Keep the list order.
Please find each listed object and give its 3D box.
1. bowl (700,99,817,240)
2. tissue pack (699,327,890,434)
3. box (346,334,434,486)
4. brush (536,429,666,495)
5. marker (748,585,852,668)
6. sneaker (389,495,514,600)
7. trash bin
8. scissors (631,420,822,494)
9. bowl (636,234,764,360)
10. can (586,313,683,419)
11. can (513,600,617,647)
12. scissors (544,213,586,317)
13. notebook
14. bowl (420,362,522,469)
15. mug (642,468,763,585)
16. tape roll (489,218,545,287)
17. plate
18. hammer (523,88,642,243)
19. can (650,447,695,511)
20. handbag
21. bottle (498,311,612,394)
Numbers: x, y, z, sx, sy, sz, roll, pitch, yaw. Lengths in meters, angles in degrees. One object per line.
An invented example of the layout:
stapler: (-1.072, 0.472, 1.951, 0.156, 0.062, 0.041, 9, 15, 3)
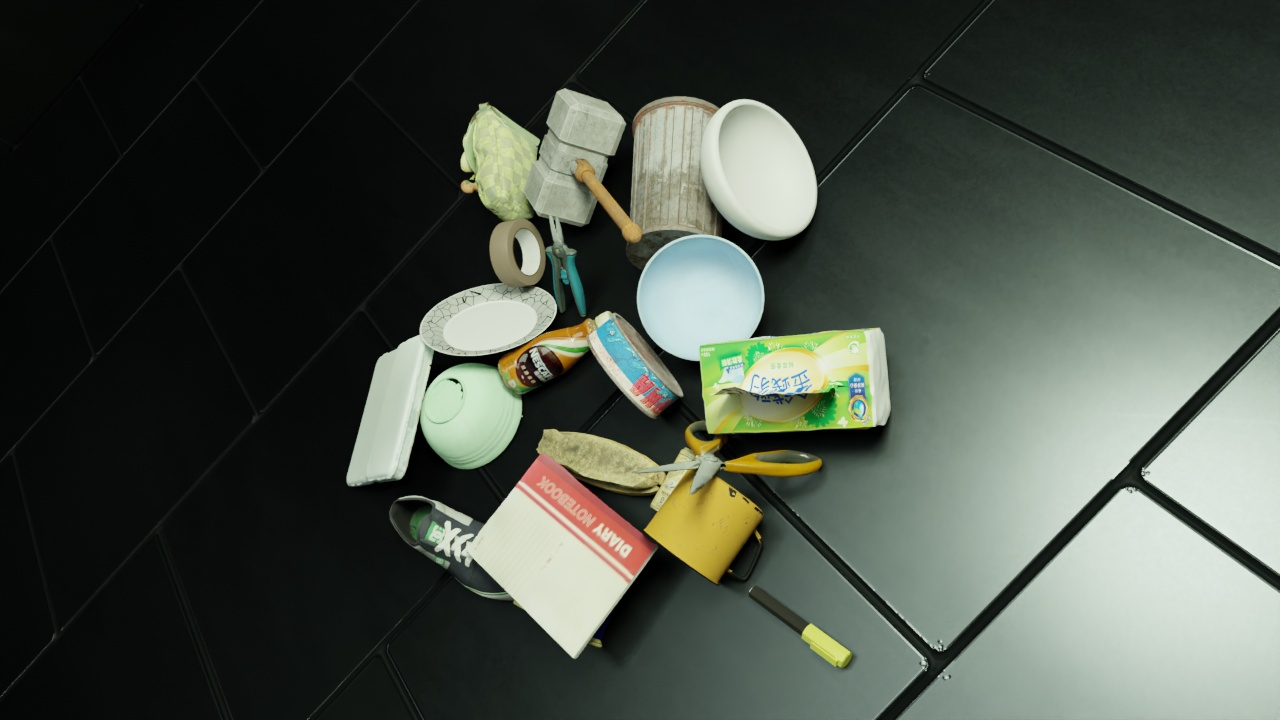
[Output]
bowl: (0.133, -0.224, 1.121, 0.066, 0.176, 0.176, -22, 54, 49)
tissue pack: (0.153, 0.026, 0.974, 0.198, 0.141, 0.120, -12, 88, 28)
box: (-0.356, 0.073, 1.291, 0.189, 0.037, 0.208, -11, 63, 49)
brush: (-0.053, 0.122, 1.124, 0.196, 0.043, 0.059, 14, 74, 35)
marker: (0.160, 0.272, 0.941, 0.124, 0.021, 0.017, 30, 128, 38)
sneaker: (-0.228, 0.231, 1.151, 0.236, 0.079, 0.084, 18, 76, 35)
trash bin: (0.049, -0.229, 1.185, 0.131, 0.131, 0.210, -8, 65, 27)
scissors: (0.080, 0.103, 0.991, 0.217, 0.225, 0.016, 32, 119, 59)
bowl: (0.077, -0.078, 1.112, 0.151, 0.074, 0.150, 2, 98, 12)
can: (-0.006, 0.006, 1.099, 0.044, 0.130, 0.130, -40, 53, 7)
can: (-0.077, 0.263, 1.062, 0.116, 0.056, 0.092, 17, 75, 35)
scissors: (-0.098, -0.121, 1.229, 0.019, 0.144, 0.127, -42, 1, -43)
notebook: (-0.095, 0.216, 1.053, 0.209, 0.012, 0.153, 33, 83, 37)
bowl: (-0.241, 0.065, 1.242, 0.151, 0.077, 0.150, -13, 62, 25)
mug: (0.079, 0.181, 0.993, 0.123, 0.100, 0.094, 36, 84, -4)
tape roll: (-0.173, -0.151, 1.297, 0.030, 0.093, 0.093, -5, 65, 28)
plate: (-0.209, -0.053, 1.267, 0.188, 0.016, 0.188, -5, 34, 3)
hammer: (-0.056, -0.221, 1.179, 0.163, 0.082, 0.317, -67, 30, 23)
can: (0.046, 0.143, 1.059, 0.038, 0.038, 0.079, 24, 80, 36)
handbag: (-0.219, -0.287, 1.383, 0.117, 0.113, 0.186, -21, 58, 29)
bottle: (-0.106, -0.014, 1.213, 0.167, 0.059, 0.059, -27, 56, 13)
